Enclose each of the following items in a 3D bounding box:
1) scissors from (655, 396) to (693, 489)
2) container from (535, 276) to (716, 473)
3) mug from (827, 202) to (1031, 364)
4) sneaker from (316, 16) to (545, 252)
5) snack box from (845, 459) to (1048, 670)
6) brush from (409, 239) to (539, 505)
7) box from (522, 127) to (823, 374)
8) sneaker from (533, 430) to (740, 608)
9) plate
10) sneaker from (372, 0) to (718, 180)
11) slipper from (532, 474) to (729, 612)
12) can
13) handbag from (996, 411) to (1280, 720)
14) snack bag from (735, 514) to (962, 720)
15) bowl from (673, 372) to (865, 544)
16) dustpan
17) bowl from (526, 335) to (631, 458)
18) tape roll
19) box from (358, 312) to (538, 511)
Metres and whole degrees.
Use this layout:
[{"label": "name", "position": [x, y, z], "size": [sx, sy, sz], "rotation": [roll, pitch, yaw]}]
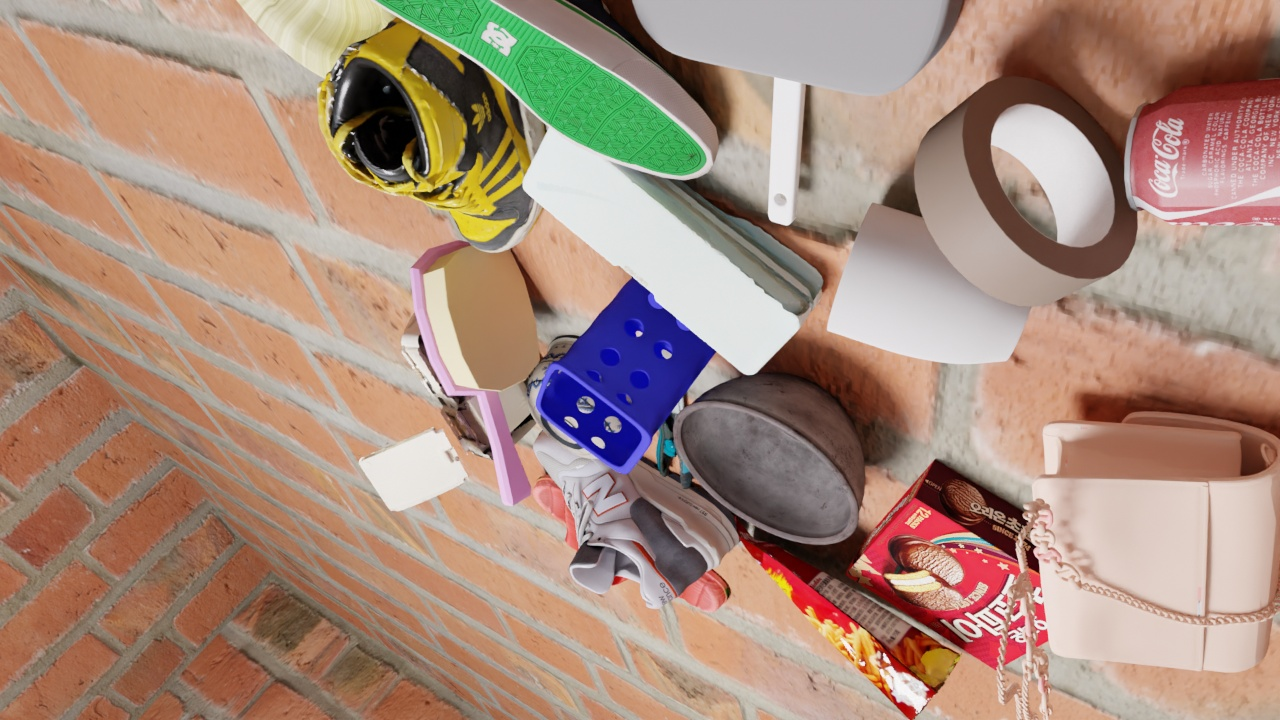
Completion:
[{"label": "scissors", "position": [0.025, 0.065, 0.799], "size": [0.130, 0.019, 0.135], "rotation": [50, 146, -18]}, {"label": "container", "position": [-0.004, 0.004, 0.652], "size": [0.085, 0.113, 0.085], "rotation": [37, 150, 3]}, {"label": "mug", "position": [0.155, -0.031, 0.493], "size": [0.089, 0.071, 0.107], "rotation": [20, 174, 14]}, {"label": "sneaker", "position": [-0.130, -0.130, 0.602], "size": [0.086, 0.121, 0.239], "rotation": [31, 148, 16]}, {"label": "snack box", "position": [0.238, 0.154, 0.669], "size": [0.133, 0.035, 0.152], "rotation": [32, 149, 12]}, {"label": "brush", "position": [-0.121, 0.014, 0.758], "size": [0.043, 0.089, 0.229], "rotation": [-2, 107, 41]}, {"label": "box", "position": [0.019, -0.077, 0.580], "size": [0.199, 0.072, 0.086], "rotation": [39, 169, 3]}, {"label": "sneaker", "position": [-0.033, 0.153, 0.875], "size": [0.240, 0.124, 0.089], "rotation": [21, 145, 28]}, {"label": "plate", "position": [-0.214, -0.268, 0.591], "size": [0.184, 0.036, 0.185], "rotation": [28, 148, 19]}, {"label": "sneaker", "position": [-0.046, -0.187, 0.497], "size": [0.235, 0.079, 0.084], "rotation": [31, 157, -21]}, {"label": "slipper", "position": [-0.022, 0.214, 1.013], "size": [0.249, 0.059, 0.104], "rotation": [30, 149, 12]}, {"label": "can", "position": [0.238, -0.077, 0.340], "size": [0.097, 0.053, 0.054], "rotation": [8, 138, 42]}, {"label": "handbag", "position": [0.267, 0.148, 0.476], "size": [0.117, 0.186, 0.199], "rotation": [2, 129, 31]}, {"label": "snack bag", "position": [0.164, 0.199, 0.766], "size": [0.208, 0.066, 0.139], "rotation": [39, 179, 25]}, {"label": "bowl", "position": [0.102, 0.059, 0.659], "size": [0.145, 0.067, 0.145], "rotation": [28, 148, 19]}, {"label": "dustpan", "position": [0.067, -0.170, 0.429], "size": [0.163, 0.033, 0.258], "rotation": [22, 137, 27]}, {"label": "bowl", "position": [-0.052, 0.041, 0.808], "size": [0.115, 0.059, 0.116], "rotation": [28, 148, 19]}, {"label": "tape roll", "position": [0.163, -0.072, 0.389], "size": [0.093, 0.093, 0.030], "rotation": [42, 150, -5]}, {"label": "box", "position": [-0.180, 0.032, 0.813], "size": [0.081, 0.181, 0.143], "rotation": [5, 129, 46]}]
